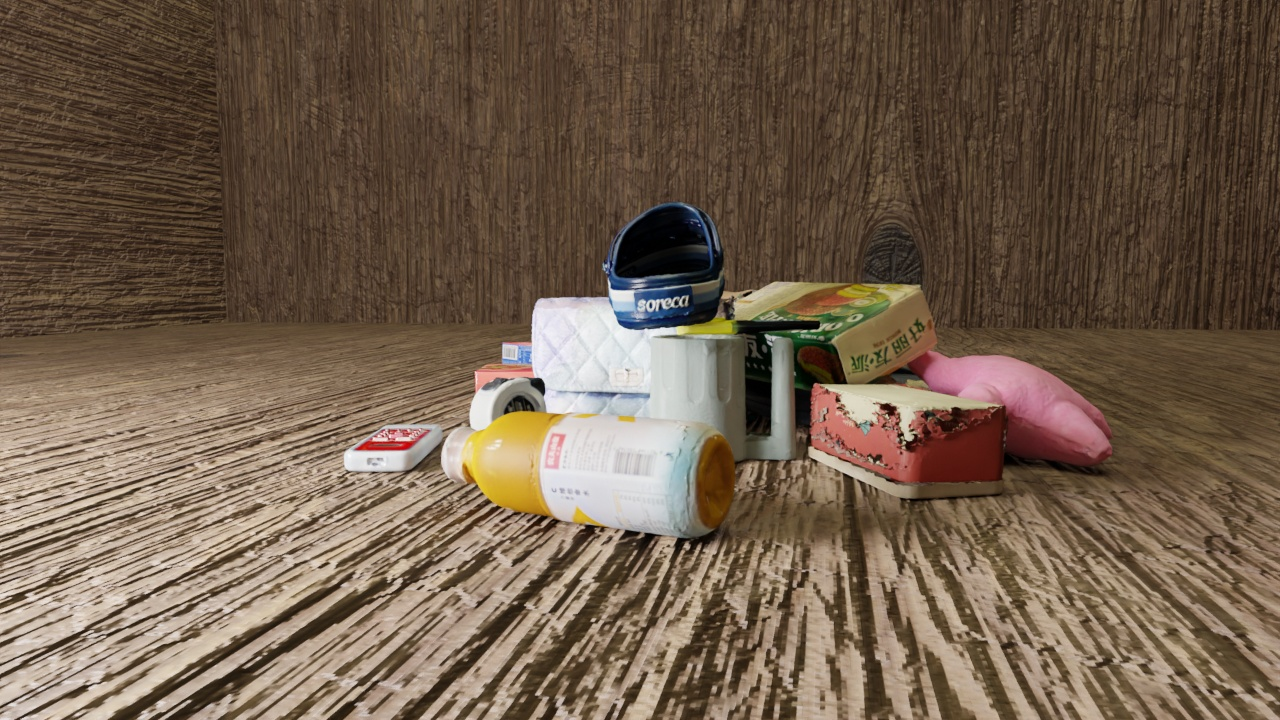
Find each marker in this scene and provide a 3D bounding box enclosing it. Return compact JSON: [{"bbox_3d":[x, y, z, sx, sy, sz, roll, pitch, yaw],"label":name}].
[{"bbox_3d":[0.091,-0.030,0.765,0.124,0.015,0.018,-2,10,-11],"label":"marker"}]

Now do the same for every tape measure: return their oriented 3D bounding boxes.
[{"bbox_3d":[-0.114,0.047,0.798,0.034,0.066,0.065,-1,1,45],"label":"tape measure"}]

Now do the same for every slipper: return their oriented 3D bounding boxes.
[{"bbox_3d":[0.224,0.013,0.979,0.268,0.083,0.110,2,18,-9],"label":"slipper"},{"bbox_3d":[0.018,-0.084,0.775,0.105,0.095,0.252,-2,14,6],"label":"slipper"}]

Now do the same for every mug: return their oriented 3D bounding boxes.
[{"bbox_3d":[0.068,0.031,0.770,0.124,0.103,0.083,0,5,6],"label":"mug"}]

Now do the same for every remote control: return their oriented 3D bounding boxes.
[{"bbox_3d":[-0.206,0.072,0.779,0.056,0.020,0.136,-1,5,-1],"label":"remote control"}]

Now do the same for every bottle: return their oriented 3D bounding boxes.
[{"bbox_3d":[-0.038,0.066,0.567,0.190,0.068,0.067,2,6,28],"label":"bottle"}]

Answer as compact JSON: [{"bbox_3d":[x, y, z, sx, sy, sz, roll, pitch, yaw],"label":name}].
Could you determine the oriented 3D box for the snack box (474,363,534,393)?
[{"bbox_3d":[-0.139,0.030,1.113,0.113,0.044,0.127,0,5,-2],"label":"snack box"}]

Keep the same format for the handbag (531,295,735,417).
[{"bbox_3d":[-0.005,0.005,0.887,0.194,0.134,0.075,0,5,10],"label":"handbag"}]

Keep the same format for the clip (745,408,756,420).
[{"bbox_3d":[0.103,0.054,0.964,0.055,0.038,0.013,4,4,-43],"label":"clip"}]

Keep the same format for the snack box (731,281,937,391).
[{"bbox_3d":[0.164,-0.028,0.904,0.114,0.063,0.240,-28,16,-21],"label":"snack box"}]

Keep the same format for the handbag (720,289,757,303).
[{"bbox_3d":[0.134,-0.016,1.130,0.099,0.148,0.204,-38,9,-6],"label":"handbag"}]

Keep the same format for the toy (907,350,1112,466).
[{"bbox_3d":[0.333,0.044,0.787,0.178,0.075,0.194,14,16,-8],"label":"toy"}]

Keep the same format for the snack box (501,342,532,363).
[{"bbox_3d":[-0.123,0.006,1.316,0.058,0.057,0.208,-1,4,-40],"label":"snack box"}]

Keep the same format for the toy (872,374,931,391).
[{"bbox_3d":[0.226,0.049,0.848,0.157,0.066,0.105,-9,40,-34],"label":"toy"}]

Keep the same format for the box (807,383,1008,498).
[{"bbox_3d":[0.196,0.048,0.703,0.091,0.079,0.168,-1,5,-14],"label":"box"}]
